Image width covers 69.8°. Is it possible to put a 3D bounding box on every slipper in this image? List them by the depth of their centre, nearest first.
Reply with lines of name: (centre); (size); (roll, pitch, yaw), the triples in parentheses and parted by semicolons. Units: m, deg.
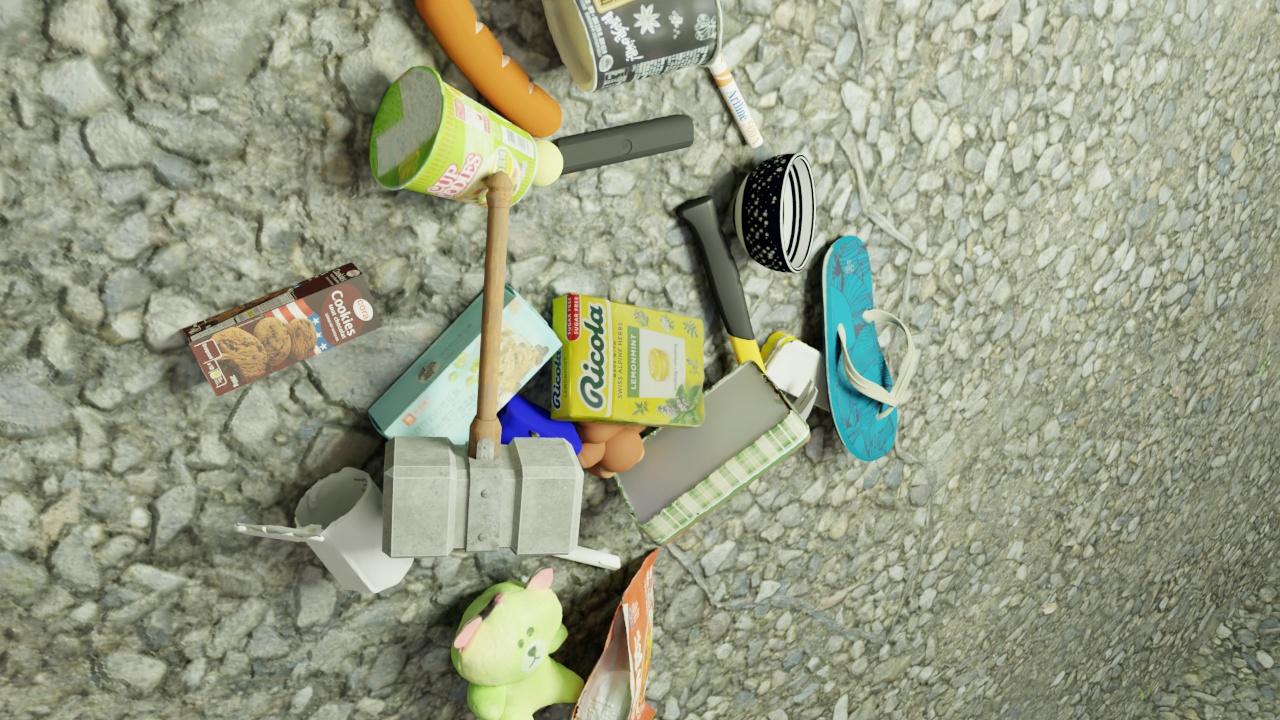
slipper: (0.271, -0.004, 1.095); (0.118, 0.060, 0.295); (-26, 114, -31)

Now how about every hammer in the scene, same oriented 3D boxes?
hammer: (-0.125, 0.004, 0.760); (0.162, 0.083, 0.318); (2, 107, -14)
hammer: (0.108, -0.033, 1.005); (0.127, 0.029, 0.324); (-19, 122, 5)

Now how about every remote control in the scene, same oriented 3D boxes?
remote control: (-0.014, -0.203, 0.860); (0.146, 0.015, 0.033); (-19, 122, -26)

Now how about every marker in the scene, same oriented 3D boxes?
marker: (0.085, -0.268, 0.894); (0.017, 0.017, 0.145); (-44, 130, -8)
marker: (-0.074, 0.217, 1.031); (0.133, 0.020, 0.017); (25, 88, -40)

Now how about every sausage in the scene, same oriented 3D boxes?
sausage: (-0.123, -0.242, 0.749); (0.044, 0.039, 0.164); (-49, 131, -4)

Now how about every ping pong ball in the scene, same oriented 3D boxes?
ping pong ball: (-0.088, -0.174, 0.807); (0.040, 0.040, 0.040); (-16, 121, -28)

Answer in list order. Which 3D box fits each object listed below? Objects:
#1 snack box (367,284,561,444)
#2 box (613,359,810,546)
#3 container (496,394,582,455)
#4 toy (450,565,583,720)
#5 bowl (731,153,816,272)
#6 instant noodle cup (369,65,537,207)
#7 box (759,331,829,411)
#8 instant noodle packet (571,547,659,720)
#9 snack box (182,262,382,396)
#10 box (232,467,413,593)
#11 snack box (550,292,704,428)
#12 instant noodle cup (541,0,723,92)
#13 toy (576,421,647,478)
snack box: (-0.161, 0.015, 0.846); (0.174, 0.053, 0.075); (-47, 129, -7)
box: (0.071, 0.097, 0.981); (0.205, 0.117, 0.051); (-38, 126, 4)
container: (-0.121, 0.102, 0.884); (0.085, 0.084, 0.114); (29, 98, -19)
toy: (-0.139, 0.312, 0.985); (0.149, 0.107, 0.197); (-34, 121, -40)
bowl: (0.133, -0.152, 0.947); (0.120, 0.066, 0.120); (-17, 109, -62)
instant noodle cup: (-0.145, -0.170, 0.740); (0.107, 0.099, 0.099); (15, 104, -47)
box: (0.222, 0.023, 1.127); (0.209, 0.037, 0.064); (23, 101, -40)
instant noodle packet: (-0.021, 0.339, 1.062); (0.164, 0.084, 0.221); (-25, 126, -73)
snack box: (-0.289, -0.027, 0.749); (0.140, 0.032, 0.051); (-26, 125, -22)
box: (-0.271, 0.153, 0.805); (0.125, 0.085, 0.156); (-58, 138, -42)
snack box: (-0.006, 0.005, 0.924); (0.180, 0.045, 0.121); (9, 78, -38)
instant noodle cup: (-0.013, -0.288, 0.748); (0.112, 0.137, 0.137); (-26, 126, -12)
toy: (-0.041, 0.064, 0.959); (0.094, 0.065, 0.128); (-35, 118, -20)
